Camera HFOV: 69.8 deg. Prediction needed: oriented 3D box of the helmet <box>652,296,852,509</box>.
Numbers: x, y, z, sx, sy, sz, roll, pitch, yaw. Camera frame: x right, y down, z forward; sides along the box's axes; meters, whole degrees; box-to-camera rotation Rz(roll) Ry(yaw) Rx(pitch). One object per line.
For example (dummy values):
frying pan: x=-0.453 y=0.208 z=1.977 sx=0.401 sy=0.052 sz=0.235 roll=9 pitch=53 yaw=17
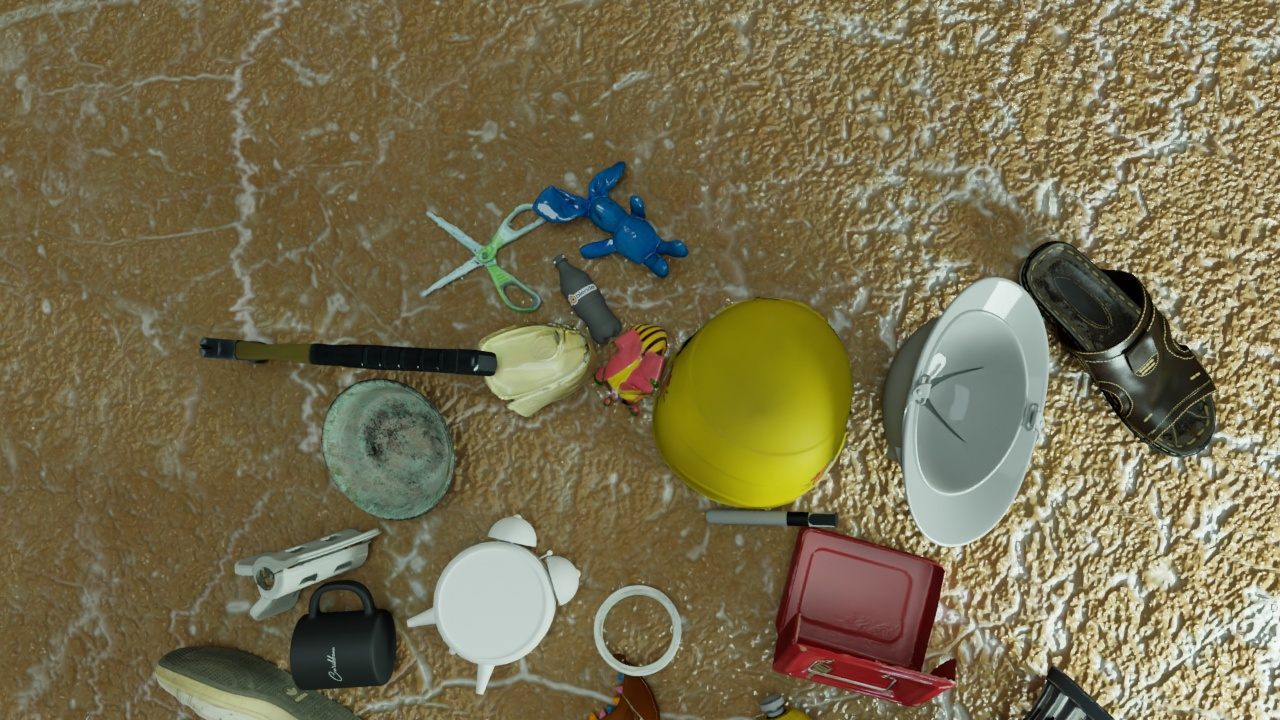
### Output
helmet: x=0.124 y=0.036 z=0.945 sx=0.209 sy=0.139 sz=0.240 roll=26 pitch=86 yaw=5

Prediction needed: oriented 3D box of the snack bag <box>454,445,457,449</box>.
snack bag: x=-0.252 y=0.077 z=1.023 sx=0.099 sy=0.020 sz=0.026 roll=35 pitch=86 yaw=6

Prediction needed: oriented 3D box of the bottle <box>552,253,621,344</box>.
bottle: x=-0.062 y=-0.070 z=1.017 sx=0.036 sy=0.036 sz=0.110 roll=-34 pitch=84 yaw=-1

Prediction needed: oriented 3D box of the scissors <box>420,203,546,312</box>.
scissors: x=-0.174 y=-0.122 z=1.043 sx=0.171 sy=0.022 sz=0.174 roll=40 pitch=93 yaw=4

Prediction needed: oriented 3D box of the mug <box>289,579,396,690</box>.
mug: x=-0.315 y=0.289 z=0.973 sx=0.088 sy=0.078 sz=0.113 roll=-4 pitch=97 yaw=3

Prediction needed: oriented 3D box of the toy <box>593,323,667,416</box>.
toy: x=-0.006 y=0.006 z=1.000 sx=0.084 sy=0.046 sz=0.103 roll=16 pitch=80 yaw=45

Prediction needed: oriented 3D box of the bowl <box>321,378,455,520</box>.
bowl: x=-0.266 y=0.093 z=0.995 sx=0.157 sy=0.038 sz=0.157 roll=3 pitch=103 yaw=14

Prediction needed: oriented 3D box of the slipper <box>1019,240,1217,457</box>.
slipper: x=0.507 y=-0.017 z=0.960 sx=0.113 sy=0.076 sz=0.268 roll=-38 pitch=84 yaw=0

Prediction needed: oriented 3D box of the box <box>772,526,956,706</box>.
box: x=0.226 y=0.251 z=0.935 sx=0.157 sy=0.154 sz=0.168 roll=14 pitch=55 yaw=3

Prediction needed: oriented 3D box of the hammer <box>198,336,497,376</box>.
hammer: x=-0.306 y=-0.005 z=0.940 sx=0.333 sy=0.117 sz=0.025 roll=3 pitch=88 yaw=20

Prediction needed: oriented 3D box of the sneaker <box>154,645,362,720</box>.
sneaker: x=-0.408 y=0.392 z=0.975 sx=0.241 sy=0.089 sz=0.102 roll=27 pitch=94 yaw=1

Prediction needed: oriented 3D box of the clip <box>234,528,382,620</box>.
clip: x=-0.359 y=0.219 z=0.972 sx=0.143 sy=0.124 sz=0.072 roll=-28 pitch=79 yaw=25

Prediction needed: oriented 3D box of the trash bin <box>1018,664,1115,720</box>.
trash bin: x=0.380 y=0.437 z=0.886 sx=0.227 sy=0.164 sz=0.164 roll=-43 pitch=84 yaw=2

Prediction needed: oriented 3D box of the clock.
clock: x=-0.152 y=0.256 z=0.982 sx=0.125 sy=0.073 sz=0.160 roll=42 pitch=81 yaw=6

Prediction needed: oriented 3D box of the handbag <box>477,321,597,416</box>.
handbag: x=-0.104 y=0.004 z=0.972 sx=0.111 sy=0.119 sz=0.081 roll=-20 pitch=82 yaw=1

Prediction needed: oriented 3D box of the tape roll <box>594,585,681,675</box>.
tape roll: x=-0.003 y=0.288 z=0.978 sx=0.093 sy=0.013 sz=0.093 roll=-1 pitch=67 yaw=2

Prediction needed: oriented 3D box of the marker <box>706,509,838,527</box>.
marker: x=0.137 y=0.167 z=0.970 sx=0.141 sy=0.016 sz=0.016 roll=-3 pitch=84 yaw=24

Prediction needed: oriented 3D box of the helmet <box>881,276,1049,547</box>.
helmet: x=0.310 y=0.046 z=0.952 sx=0.183 sy=0.118 sz=0.271 roll=13 pitch=91 yaw=-26

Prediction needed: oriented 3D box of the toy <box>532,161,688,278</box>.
toy: x=-0.019 y=-0.155 z=1.009 sx=0.176 sy=0.071 sz=0.112 roll=38 pitch=85 yaw=16

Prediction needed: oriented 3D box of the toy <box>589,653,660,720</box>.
toy: x=-0.028 y=0.371 z=0.976 sx=0.090 sy=0.070 sz=0.103 roll=-32 pitch=60 yaw=12

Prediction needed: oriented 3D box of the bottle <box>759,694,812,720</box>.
bottle: x=0.166 y=0.426 z=0.940 sx=0.071 sy=0.071 sz=0.163 roll=-23 pitch=84 yaw=1
